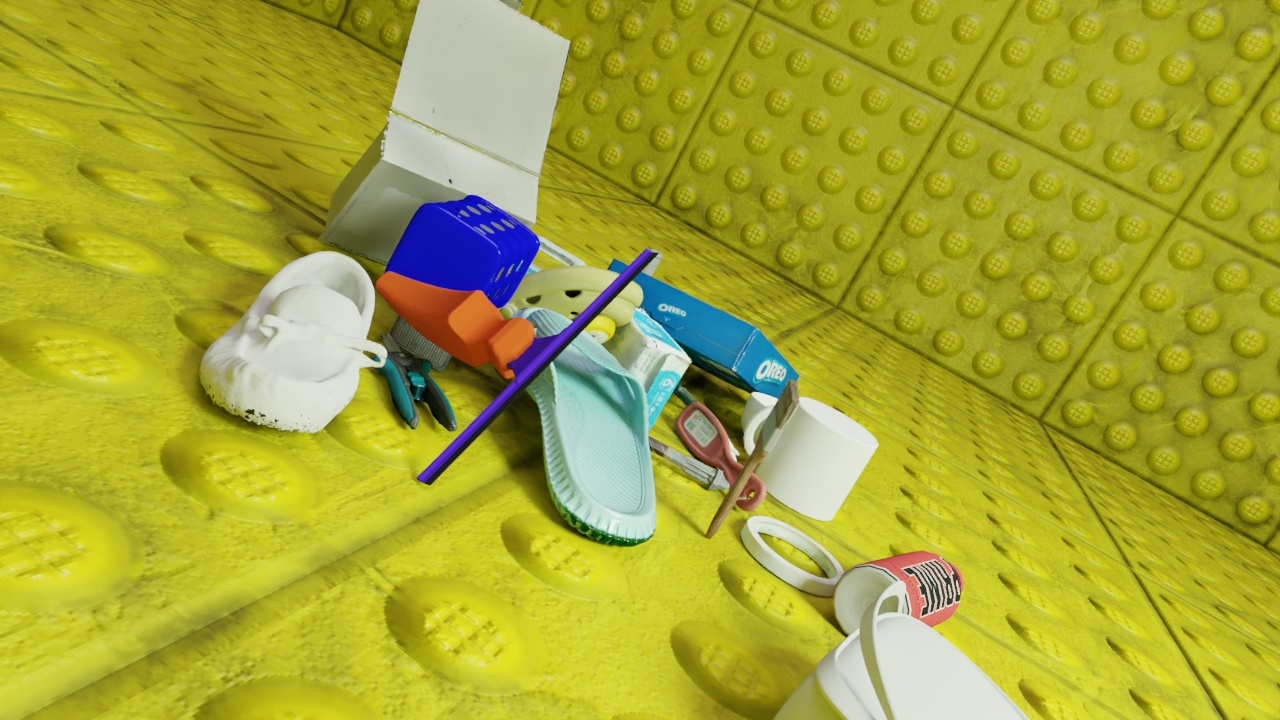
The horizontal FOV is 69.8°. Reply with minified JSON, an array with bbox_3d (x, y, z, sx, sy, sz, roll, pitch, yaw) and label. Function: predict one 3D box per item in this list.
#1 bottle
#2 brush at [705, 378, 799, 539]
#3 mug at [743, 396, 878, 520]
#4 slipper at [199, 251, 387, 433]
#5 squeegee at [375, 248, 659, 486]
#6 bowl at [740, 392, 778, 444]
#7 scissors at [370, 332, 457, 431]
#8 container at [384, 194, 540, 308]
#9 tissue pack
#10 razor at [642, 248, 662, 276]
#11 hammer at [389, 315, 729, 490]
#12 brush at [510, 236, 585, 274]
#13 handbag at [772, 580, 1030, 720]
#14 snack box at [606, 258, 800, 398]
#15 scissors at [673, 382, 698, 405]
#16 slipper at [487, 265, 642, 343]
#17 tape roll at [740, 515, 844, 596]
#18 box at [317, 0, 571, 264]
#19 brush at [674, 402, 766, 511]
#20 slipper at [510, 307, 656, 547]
[{"bbox_3d":[0.220,0.189,0.746,0.062,0.062,0.176,37,17,33],"label":"bottle"},{"bbox_3d":[0.084,0.081,0.704,0.008,0.143,0.045,26,23,-3],"label":"brush"},{"bbox_3d":[0.162,0.091,0.922,0.121,0.090,0.091,28,14,-1],"label":"mug"},{"bbox_3d":[-0.231,-0.019,0.640,0.112,0.075,0.246,9,20,-11],"label":"slipper"},{"bbox_3d":[-0.131,-0.027,0.693,0.185,0.248,0.055,26,-33,28],"label":"squeegee"},{"bbox_3d":[0.159,0.082,1.019,0.105,0.054,0.105,25,9,-4],"label":"bowl"},{"bbox_3d":[-0.172,0.016,0.704,0.139,0.019,0.128,26,19,9],"label":"scissors"},{"bbox_3d":[-0.151,-0.088,0.790,0.085,0.084,0.113,32,15,1],"label":"container"},{"bbox_3d":[-0.005,0.005,0.908,0.061,0.093,0.144,24,15,-24],"label":"tissue pack"},{"bbox_3d":[-0.005,-0.093,1.205,0.088,0.116,0.047,26,20,-8],"label":"razor"},{"bbox_3d":[-0.061,0.035,0.819,0.322,0.044,0.098,30,14,-3],"label":"hammer"},{"bbox_3d":[-0.092,-0.089,1.113,0.136,0.075,0.055,33,16,20],"label":"brush"},{"bbox_3d":[0.194,0.233,0.492,0.222,0.096,0.215,40,20,24],"label":"handbag"},{"bbox_3d":[0.073,-0.026,1.095,0.196,0.056,0.238,28,-2,24],"label":"snack box"},{"bbox_3d":[0.016,0.003,1.076,0.154,0.015,0.209,47,-2,-5],"label":"scissors"},{"bbox_3d":[-0.092,-0.039,0.878,0.191,0.081,0.091,-7,-18,19],"label":"slipper"},{"bbox_3d":[0.127,0.162,0.766,0.093,0.013,0.093,26,14,-7],"label":"tape roll"},{"bbox_3d":[-0.133,-0.293,0.882,0.166,0.507,0.148,19,21,-33],"label":"box"},{"bbox_3d":[0.081,0.094,0.878,0.030,0.041,0.172,39,7,-32],"label":"brush"},{"bbox_3d":[-0.037,0.030,0.721,0.116,0.070,0.275,25,26,-29],"label":"slipper"}]
